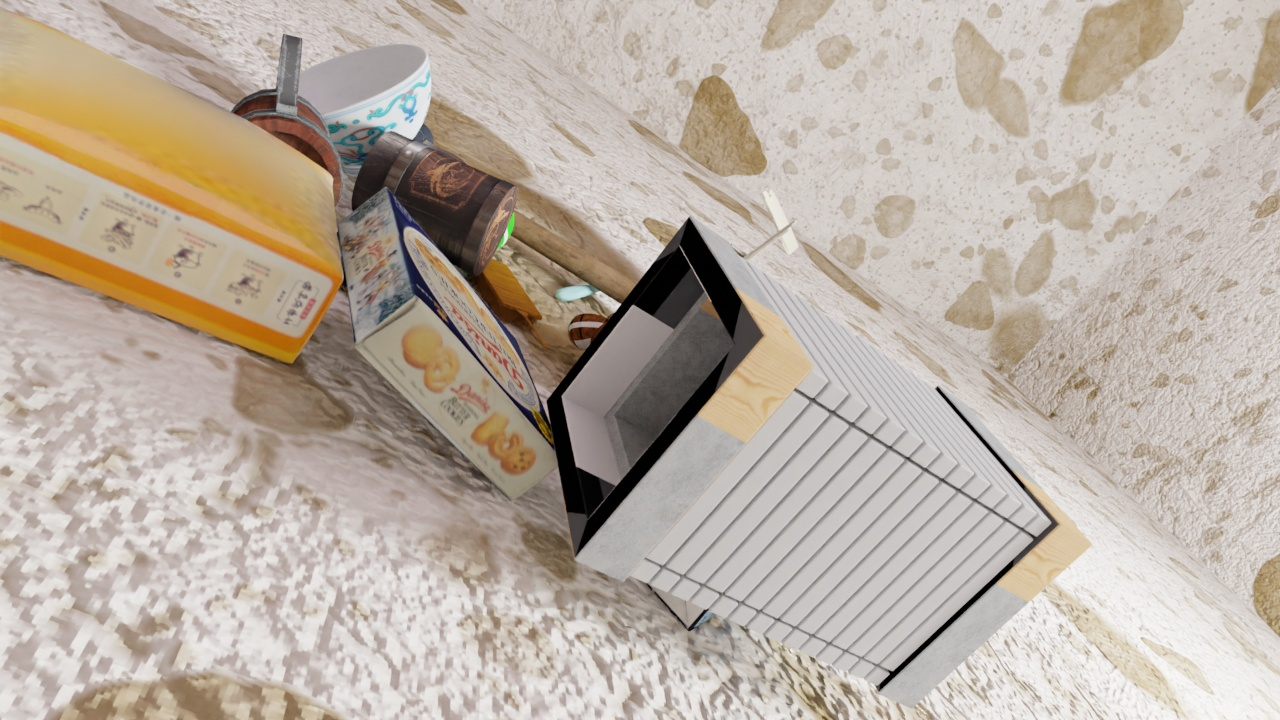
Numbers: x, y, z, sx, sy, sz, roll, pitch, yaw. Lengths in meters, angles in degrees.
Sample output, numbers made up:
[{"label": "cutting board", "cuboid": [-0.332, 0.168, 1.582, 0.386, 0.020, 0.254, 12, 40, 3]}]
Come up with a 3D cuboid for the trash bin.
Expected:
[{"label": "trash bin", "cuboid": [0.094, 0.062, 0.527, 0.246, 0.143, 0.142, 30, 20, -25]}]

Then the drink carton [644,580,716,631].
[{"label": "drink carton", "cuboid": [0.050, 0.125, 0.593, 0.064, 0.040, 0.129, 46, 19, 21]}]

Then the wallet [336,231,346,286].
[{"label": "wallet", "cuboid": [-0.169, -0.058, 0.662, 0.089, 0.026, 0.114, 41, 18, 8]}]

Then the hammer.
[{"label": "hammer", "cuboid": [-0.117, -0.130, 0.910, 0.321, 0.040, 0.129, 31, 22, -11]}]

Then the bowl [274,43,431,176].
[{"label": "bowl", "cuboid": [-0.240, -0.207, 0.789, 0.144, 0.144, 0.074, -119, -169, -52]}]

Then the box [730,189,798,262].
[{"label": "box", "cuboid": [0.117, -0.104, 1.072, 0.080, 0.181, 0.143, 38, 24, 1]}]

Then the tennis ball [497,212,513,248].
[{"label": "tennis ball", "cuboid": [-0.146, -0.127, 0.817, 0.065, 0.065, 0.065, 33, 18, -12]}]

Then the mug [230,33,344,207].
[{"label": "mug", "cuboid": [-0.246, -0.158, 0.628, 0.081, 0.118, 0.111, 7, 26, -24]}]

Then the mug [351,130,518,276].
[{"label": "mug", "cuboid": [-0.160, -0.136, 0.749, 0.107, 0.080, 0.115, 26, 38, -1]}]

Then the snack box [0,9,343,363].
[{"label": "snack box", "cuboid": [-0.263, -0.100, 0.494, 0.195, 0.081, 0.145, 26, 21, -33]}]

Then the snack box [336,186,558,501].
[{"label": "snack box", "cuboid": [-0.112, -0.011, 0.539, 0.144, 0.042, 0.145, 54, 3, -39]}]

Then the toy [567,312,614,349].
[{"label": "toy", "cuboid": [-0.005, 0.005, 0.772, 0.112, 0.067, 0.087, 43, 26, -48]}]

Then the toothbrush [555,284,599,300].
[{"label": "toothbrush", "cuboid": [-0.048, -0.073, 0.958, 0.016, 0.017, 0.180, 42, 19, 10]}]

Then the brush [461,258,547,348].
[{"label": "brush", "cuboid": [-0.109, -0.046, 0.761, 0.048, 0.017, 0.126, 19, 25, -44]}]
